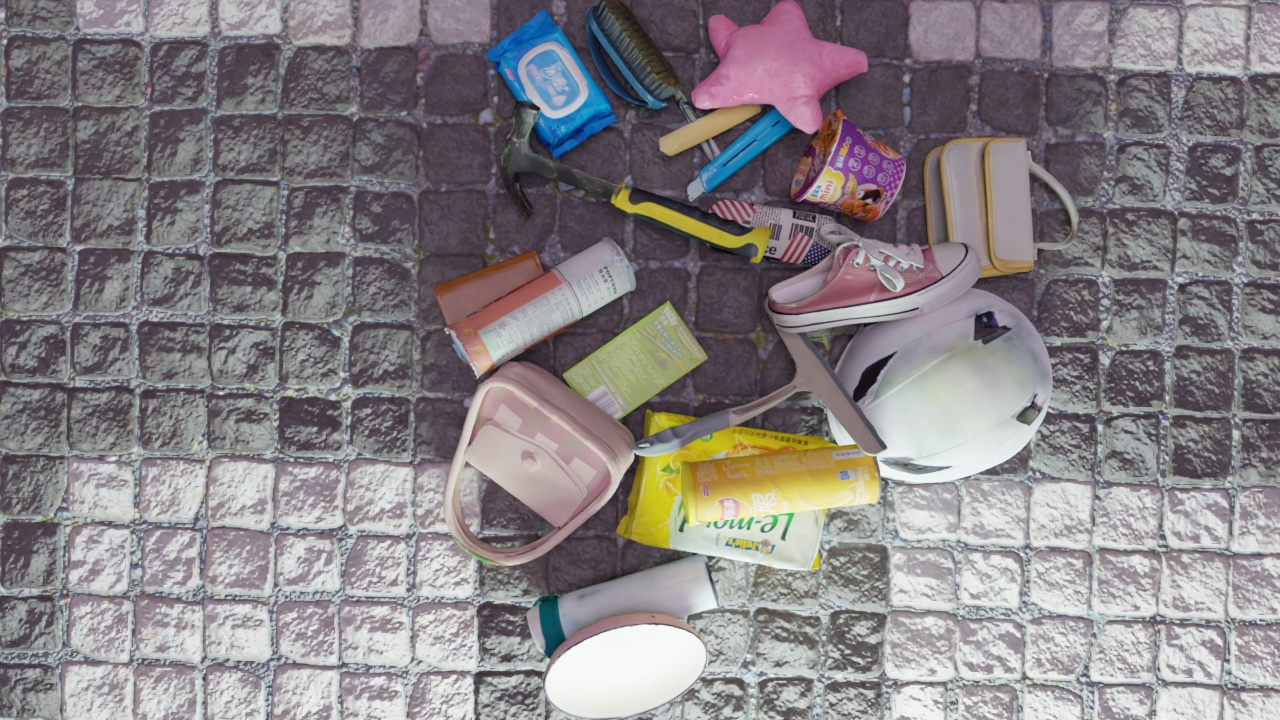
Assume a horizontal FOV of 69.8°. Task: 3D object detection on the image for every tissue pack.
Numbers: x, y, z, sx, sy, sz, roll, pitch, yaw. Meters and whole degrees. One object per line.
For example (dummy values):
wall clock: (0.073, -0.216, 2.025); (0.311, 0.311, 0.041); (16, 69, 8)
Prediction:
tissue pack: (-0.105, -0.326, 1.078); (0.095, 0.052, 0.157); (-33, 91, 0)

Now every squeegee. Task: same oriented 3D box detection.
squeegee: (0.104, 0.060, 1.035); (0.246, 0.039, 0.246); (-23, 56, -10)

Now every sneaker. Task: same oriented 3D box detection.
sneaker: (0.258, -0.100, 1.027); (0.241, 0.118, 0.088); (-13, 126, 9)

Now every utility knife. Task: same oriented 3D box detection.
utility knife: (0.087, -0.283, 1.089); (0.151, 0.018, 0.031); (-28, 90, -17)
utility knife: (0.118, -0.245, 1.091); (0.166, 0.018, 0.034); (-40, 101, -5)

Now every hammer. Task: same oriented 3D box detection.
hammer: (-0.009, -0.182, 1.056); (0.323, 0.031, 0.126); (21, 118, 1)

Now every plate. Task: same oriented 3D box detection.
plate: (-0.019, 0.346, 1.058); (0.192, 0.039, 0.193); (-7, 131, -9)

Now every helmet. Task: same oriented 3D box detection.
helmet: (0.350, 0.034, 1.044); (0.258, 0.146, 0.229); (-27, 91, 0)

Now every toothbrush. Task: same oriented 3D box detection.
toothbrush: (0.054, -0.304, 1.098); (0.016, 0.018, 0.191); (-31, 91, 0)

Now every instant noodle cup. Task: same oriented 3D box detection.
instant noodle cup: (0.243, -0.216, 1.062); (0.099, 0.111, 0.111); (24, 90, -9)

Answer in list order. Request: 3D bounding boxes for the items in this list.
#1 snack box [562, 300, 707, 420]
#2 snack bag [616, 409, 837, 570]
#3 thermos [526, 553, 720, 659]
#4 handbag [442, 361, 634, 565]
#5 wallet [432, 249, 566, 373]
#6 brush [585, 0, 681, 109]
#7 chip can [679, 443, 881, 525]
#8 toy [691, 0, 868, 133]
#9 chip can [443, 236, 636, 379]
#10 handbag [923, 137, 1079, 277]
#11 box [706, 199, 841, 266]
snack box: (-0.007, 0.006, 1.098); (0.156, 0.026, 0.086); (-35, 91, 0)
snack bag: (0.106, 0.150, 1.082); (0.246, 0.068, 0.158); (10, 90, -1)
thermos: (-0.022, 0.288, 1.085); (0.224, 0.073, 0.073); (-16, 91, 0)
handbag: (-0.138, 0.135, 1.071); (0.193, 0.093, 0.234); (37, 107, 3)
wallet: (-0.164, -0.055, 1.090); (0.130, 0.035, 0.119); (-21, 95, -7)
brush: (-0.016, -0.353, 1.075); (0.074, 0.055, 0.144); (-37, 89, 38)
chip can: (0.152, 0.134, 1.014); (0.213, 0.072, 0.072); (-7, 91, -3)
toy: (0.166, -0.350, 1.066); (0.195, 0.075, 0.178); (13, 73, 10)
chip can: (-0.112, -0.060, 1.047); (0.214, 0.071, 0.071); (-31, 91, -15)
handbag: (0.435, -0.183, 1.087); (0.178, 0.063, 0.163); (-6, 93, -4)
box: (0.155, -0.151, 1.094); (0.164, 0.064, 0.074); (11, 117, -1)
